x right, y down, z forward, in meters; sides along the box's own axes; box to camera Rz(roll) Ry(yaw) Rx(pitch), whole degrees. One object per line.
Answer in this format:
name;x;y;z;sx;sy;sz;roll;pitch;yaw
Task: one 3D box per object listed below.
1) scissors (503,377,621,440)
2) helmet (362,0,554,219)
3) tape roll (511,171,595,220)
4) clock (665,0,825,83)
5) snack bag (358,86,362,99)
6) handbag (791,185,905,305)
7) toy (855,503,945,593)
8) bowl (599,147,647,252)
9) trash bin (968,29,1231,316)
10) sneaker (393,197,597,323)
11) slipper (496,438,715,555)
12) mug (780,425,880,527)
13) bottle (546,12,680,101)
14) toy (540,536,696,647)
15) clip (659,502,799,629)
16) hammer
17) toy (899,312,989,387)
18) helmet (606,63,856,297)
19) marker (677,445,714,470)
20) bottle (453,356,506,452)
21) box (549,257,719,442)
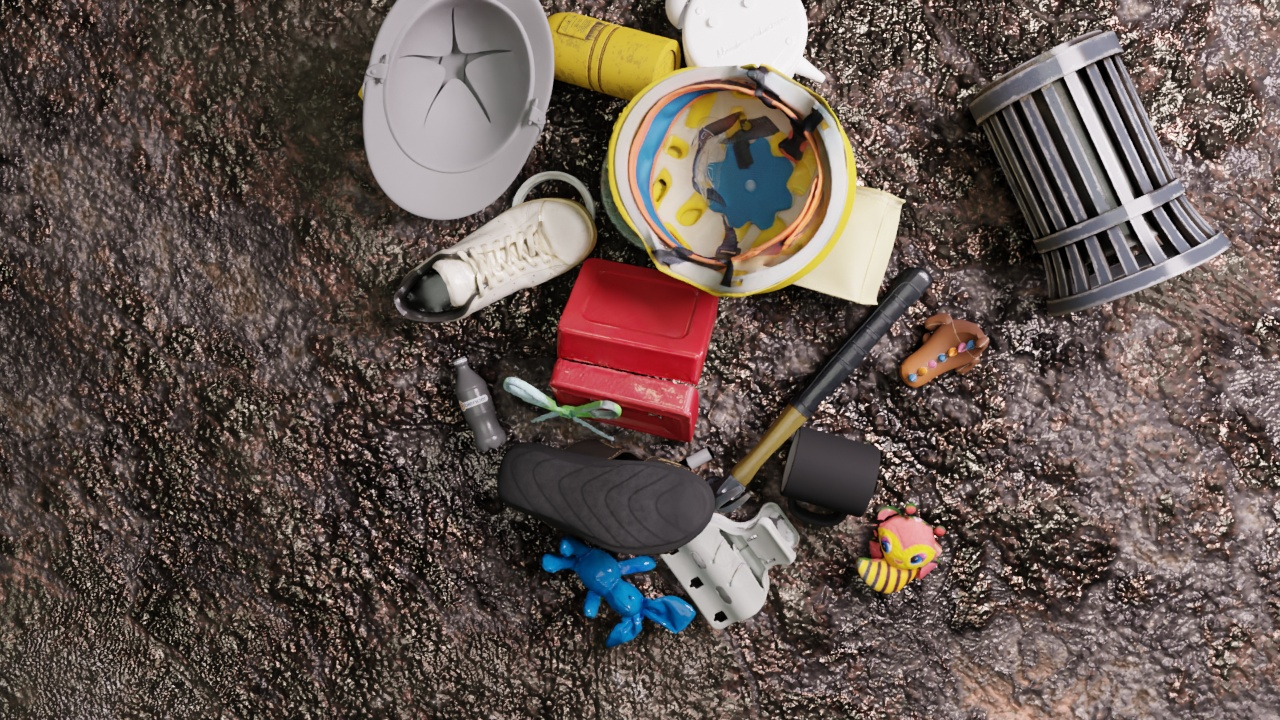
scissors;-0.083;0.053;0.984;0.173;0.172;0.022;21;68;-31
helmet;-0.196;-0.293;0.969;0.183;0.117;0.272;11;122;-22
tape roll;-0.097;-0.163;1.019;0.093;0.013;0.093;1;97;6
clock;0.104;-0.334;0.933;0.125;0.073;0.161;-28;86;3
snack bag;-0.272;-0.320;1.019;0.099;0.020;0.026;-37;90;10
handbag;0.206;-0.126;0.950;0.111;0.081;0.119;19;102;27
toy;0.284;0.207;1.000;0.084;0.046;0.103;34;103;-4
bowl;0.037;-0.190;0.985;0.157;0.038;0.157;1;97;7
trash bin;0.427;-0.180;0.880;0.164;0.164;0.227;-25;90;9
sneaker;-0.166;-0.104;0.980;0.242;0.102;0.089;-24;95;17
slipper;-0.039;0.145;1.007;0.268;0.075;0.113;7;83;29
mug;0.200;0.133;0.992;0.088;0.078;0.114;16;125;5
bottle;-0.047;-0.319;0.956;0.164;0.071;0.071;21;99;17
toy;-0.037;0.263;1.037;0.176;0.071;0.113;39;102;-9
clip;0.105;0.220;1.021;0.143;0.072;0.124;-36;94;17
hammer;0.185;0.033;0.967;0.025;0.118;0.333;41;95;-4
toy;0.312;-0.004;0.943;0.090;0.103;0.070;-35;93;3
helmet;0.099;-0.171;0.892;0.240;0.139;0.209;34;106;25
marker;0.019;0.136;1.039;0.141;0.016;0.016;-29;92;10
bottle;-0.187;0.049;1.044;0.036;0.036;0.110;-20;94;9
box;-0.002;-0.019;0.983;0.157;0.154;0.168;13;78;6
